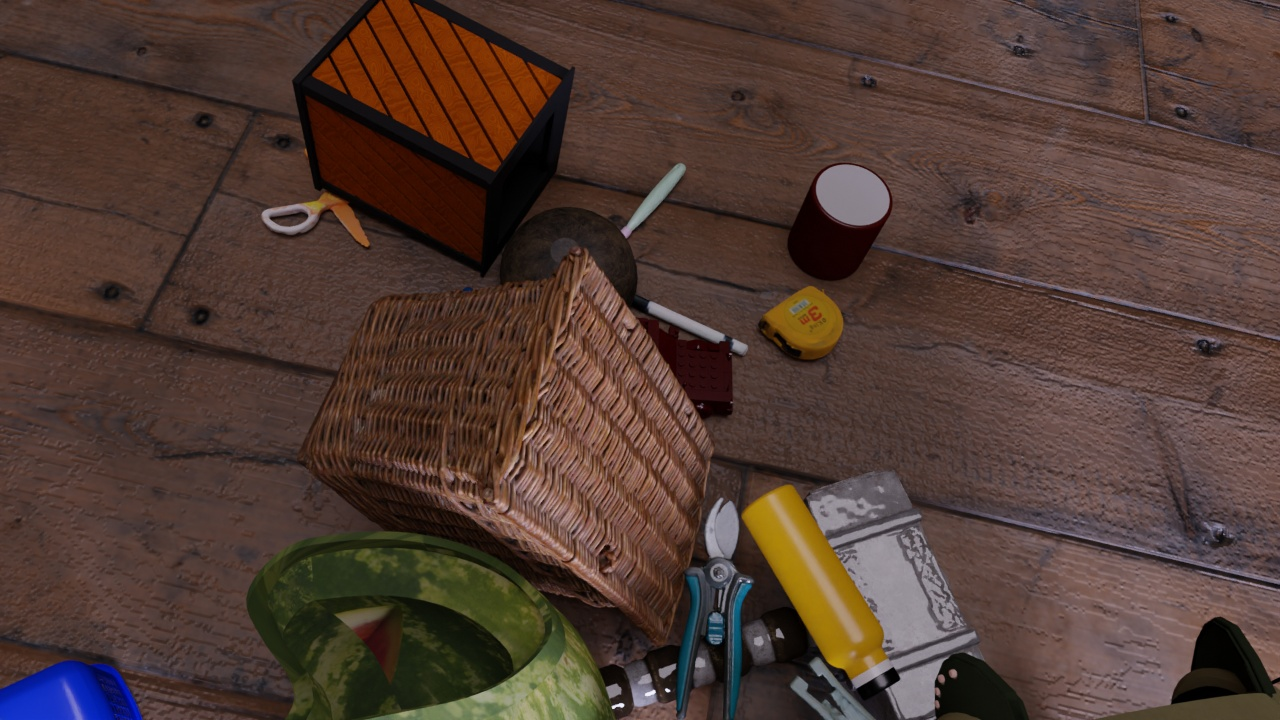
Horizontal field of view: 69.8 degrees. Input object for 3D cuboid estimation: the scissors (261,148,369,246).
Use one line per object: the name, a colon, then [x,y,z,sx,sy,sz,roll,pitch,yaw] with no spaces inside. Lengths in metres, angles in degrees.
scissors: [-0.281,-0.145,0.827,0.131,0.011,0.125,-31,70,-21]

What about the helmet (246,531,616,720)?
helmet: [-0.129,0.243,0.524,0.243,0.247,0.213,4,22,-19]

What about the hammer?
hammer: [0.071,0.209,0.659,0.326,0.080,0.176,-16,66,-9]

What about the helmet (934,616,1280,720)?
helmet: [0.279,0.286,0.526,0.250,0.256,0.232,-5,60,-9]

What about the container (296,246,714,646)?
container: [-0.082,0.063,0.611,0.183,0.250,0.161,1,59,26]

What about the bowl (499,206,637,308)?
bowl: [-0.063,-0.082,0.784,0.121,0.056,0.121,0,72,-1]

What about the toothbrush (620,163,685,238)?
toothbrush: [-0.002,-0.134,0.856,0.022,0.015,0.154,18,58,36]

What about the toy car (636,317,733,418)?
toy car: [-0.004,0.004,0.757,0.170,0.062,0.070,4,62,-5]

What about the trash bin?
trash bin: [-0.172,-0.197,0.787,0.172,0.140,0.139,28,63,2]

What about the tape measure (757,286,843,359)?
tape measure: [0.149,-0.031,0.813,0.068,0.030,0.059,-34,72,-19]

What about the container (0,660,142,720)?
container: [-0.373,0.255,0.582,0.096,0.058,0.114,-24,68,-18]

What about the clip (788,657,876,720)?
clip: [0.132,0.231,0.599,0.044,0.023,0.076,-44,73,-8]

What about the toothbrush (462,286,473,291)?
toothbrush: [-0.183,0.002,0.763,0.014,0.014,0.167,20,62,16]

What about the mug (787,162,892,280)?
mug: [0.185,-0.139,0.844,0.073,0.083,0.105,17,62,2]

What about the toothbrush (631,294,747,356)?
toothbrush: [0.008,-0.044,0.813,0.187,0.012,0.017,25,76,6]

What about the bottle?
bottle: [0.122,0.156,0.619,0.043,0.043,0.143,-23,66,-18]

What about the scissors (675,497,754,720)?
scissors: [0.055,0.173,0.625,0.133,0.019,0.146,-40,73,-8]
